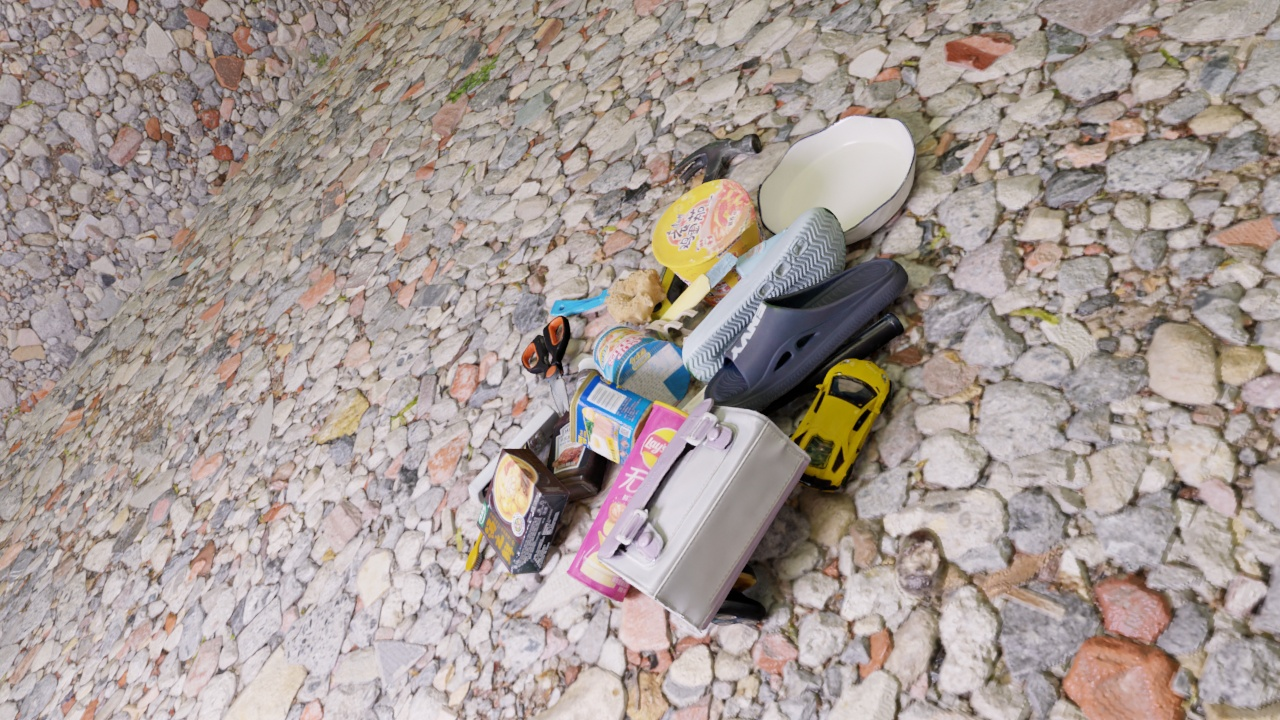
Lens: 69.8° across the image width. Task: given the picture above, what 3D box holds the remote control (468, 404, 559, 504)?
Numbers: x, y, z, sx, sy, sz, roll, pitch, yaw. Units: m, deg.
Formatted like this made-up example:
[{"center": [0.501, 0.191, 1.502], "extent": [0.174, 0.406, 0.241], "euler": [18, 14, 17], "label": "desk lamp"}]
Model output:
[{"center": [-0.158, 0.121, 1.169], "extent": [0.021, 0.058, 0.149], "euler": [38, 74, 17], "label": "remote control"}]

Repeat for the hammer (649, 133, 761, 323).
[{"center": [0.071, -0.183, 1.271], "extent": [0.126, 0.032, 0.322], "euler": [-4, 55, 38], "label": "hammer"}]

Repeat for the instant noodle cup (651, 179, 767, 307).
[{"center": [0.099, -0.138, 1.148], "extent": [0.138, 0.110, 0.137], "euler": [-23, 44, 24], "label": "instant noodle cup"}]

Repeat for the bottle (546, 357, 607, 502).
[{"center": [-0.072, 0.082, 1.155], "extent": [0.080, 0.044, 0.194], "euler": [-18, 46, 30], "label": "bottle"}]

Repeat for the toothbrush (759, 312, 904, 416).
[{"center": [0.188, 0.018, 0.986], "extent": [0.212, 0.026, 0.027], "euler": [-34, 34, 1], "label": "toothbrush"}]

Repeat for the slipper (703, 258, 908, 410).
[{"center": [0.166, -0.045, 1.003], "extent": [0.268, 0.083, 0.111], "euler": [-37, 20, -5], "label": "slipper"}]

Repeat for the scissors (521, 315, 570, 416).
[{"center": [-0.125, 0.024, 1.240], "extent": [0.142, 0.021, 0.234], "euler": [-33, 33, 30], "label": "scissors"}]

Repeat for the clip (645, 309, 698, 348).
[{"center": [0.043, -0.036, 1.123], "extent": [0.034, 0.071, 0.100], "euler": [-40, 6, -22], "label": "clip"}]

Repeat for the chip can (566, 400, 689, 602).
[{"center": [-0.001, 0.151, 0.991], "extent": [0.071, 0.071, 0.210], "euler": [21, 80, 47], "label": "chip can"}]

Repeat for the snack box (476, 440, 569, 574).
[{"center": [-0.145, 0.173, 1.099], "extent": [0.126, 0.053, 0.113], "euler": [38, 114, 45], "label": "snack box"}]

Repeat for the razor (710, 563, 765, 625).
[{"center": [0.078, 0.198, 0.931], "extent": [0.068, 0.062, 0.167], "euler": [-61, 25, 30], "label": "razor"}]

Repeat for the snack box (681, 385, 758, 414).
[{"center": [0.101, 0.087, 1.017], "extent": [0.085, 0.027, 0.157], "euler": [-44, 40, 1], "label": "snack box"}]

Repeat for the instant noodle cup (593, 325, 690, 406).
[{"center": [-0.007, 0.007, 1.133], "extent": [0.099, 0.099, 0.110], "euler": [-47, 33, -4], "label": "instant noodle cup"}]

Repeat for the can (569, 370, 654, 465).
[{"center": [-0.032, 0.071, 1.060], "extent": [0.083, 0.102, 0.057], "euler": [26, 55, 14], "label": "can"}]

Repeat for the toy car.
[{"center": [0.200, 0.061, 0.932], "extent": [0.071, 0.041, 0.155], "euler": [26, 71, 24], "label": "toy car"}]

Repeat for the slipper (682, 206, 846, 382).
[{"center": [0.141, -0.076, 1.072], "extent": [0.245, 0.104, 0.074], "euler": [-46, 38, 8], "label": "slipper"}]

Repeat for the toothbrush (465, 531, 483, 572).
[{"center": [-0.184, 0.185, 1.182], "extent": [0.016, 0.018, 0.190], "euler": [-5, 51, 34], "label": "toothbrush"}]

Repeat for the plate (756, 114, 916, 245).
[{"center": [0.247, -0.218, 1.144], "extent": [0.205, 0.045, 0.204], "euler": [-23, 44, 24], "label": "plate"}]

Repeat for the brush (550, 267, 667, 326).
[{"center": [-0.052, -0.080, 1.262], "extent": [0.255, 0.046, 0.083], "euler": [-3, 62, 55], "label": "brush"}]

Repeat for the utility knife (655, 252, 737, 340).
[{"center": [0.062, -0.074, 1.110], "extent": [0.031, 0.022, 0.211], "euler": [67, 153, 15], "label": "utility knife"}]

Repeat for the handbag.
[{"center": [0.052, 0.140, 0.892], "extent": [0.196, 0.098, 0.145], "euler": [-55, 22, -13], "label": "handbag"}]
